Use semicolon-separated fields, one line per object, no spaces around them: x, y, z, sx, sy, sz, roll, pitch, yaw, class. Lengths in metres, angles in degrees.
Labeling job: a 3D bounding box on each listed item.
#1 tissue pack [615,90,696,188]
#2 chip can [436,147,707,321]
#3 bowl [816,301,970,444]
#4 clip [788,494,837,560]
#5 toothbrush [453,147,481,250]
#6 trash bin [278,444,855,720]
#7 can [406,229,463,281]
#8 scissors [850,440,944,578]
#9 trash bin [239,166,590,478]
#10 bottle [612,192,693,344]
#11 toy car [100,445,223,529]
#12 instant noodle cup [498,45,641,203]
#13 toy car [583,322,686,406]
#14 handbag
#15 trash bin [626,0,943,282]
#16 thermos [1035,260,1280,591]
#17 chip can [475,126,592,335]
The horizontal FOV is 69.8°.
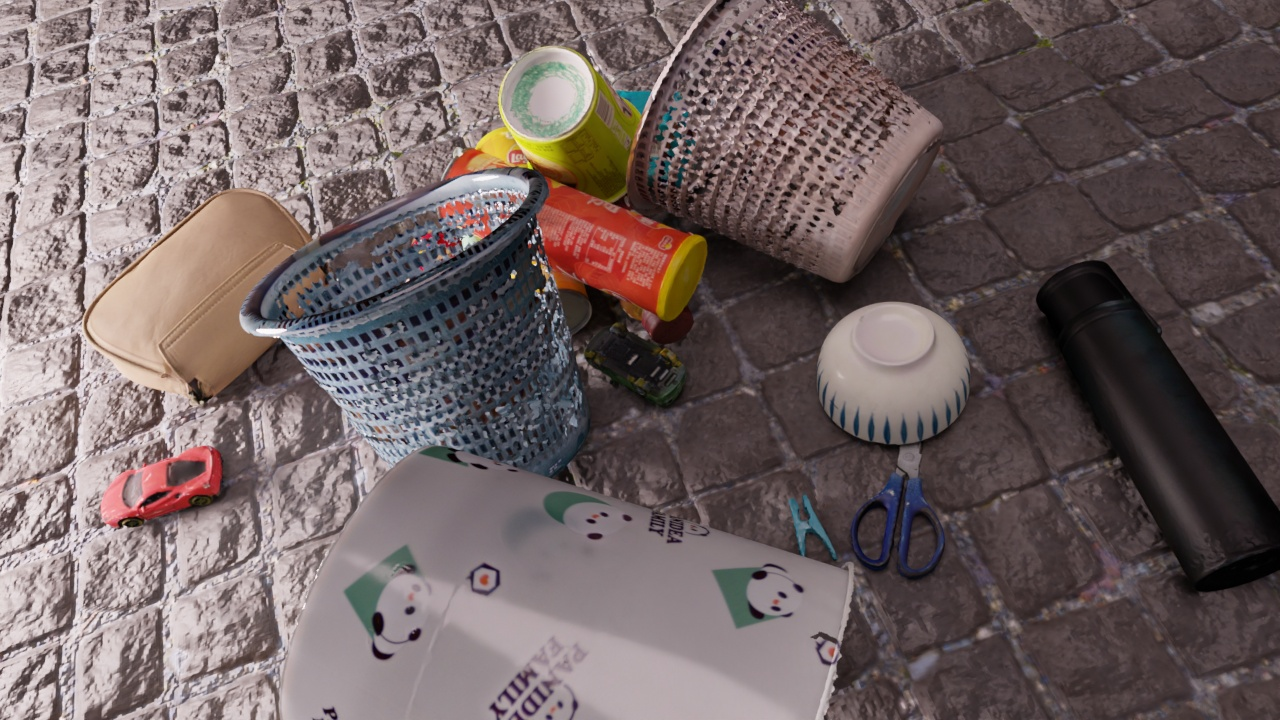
-0.017;-0.210;0.869;0.133;0.093;0.050;6;63;14;tissue pack
-0.058;-0.103;0.740;0.217;0.073;0.073;24;64;15;chip can
0.192;-0.001;0.700;0.116;0.066;0.116;-8;52;10;bowl
0.123;0.124;0.671;0.039;0.014;0.056;-17;55;-1;clip
-0.148;-0.099;0.831;0.026;0.027;0.224;-16;69;6;toothbrush
-0.038;0.175;0.512;0.252;0.230;0.229;20;63;11;trash bin
-0.186;-0.051;0.820;0.053;0.053;0.132;-5;56;7;can
0.210;0.083;0.683;0.108;0.012;0.174;31;67;29;scissors
-0.139;-0.005;0.673;0.227;0.195;0.226;-17;28;9;trash bin
-0.007;-0.089;0.809;0.057;0.057;0.174;-25;56;-6;bottle
-0.406;0.107;0.775;0.106;0.031;0.049;-19;55;1;toy car
-0.060;-0.197;0.760;0.112;0.123;0.111;-2;81;13;instant noodle cup
-0.005;0.004;0.759;0.091;0.036;0.043;31;69;26;toy car
-0.386;-0.055;0.840;0.148;0.100;0.204;34;69;19;handbag
0.129;-0.175;0.761;0.192;0.228;0.227;35;68;15;trash bin
0.373;0.036;0.651;0.090;0.069;0.242;-1;54;-16;thermos
-0.101;-0.119;0.839;0.072;0.072;0.213;-17;57;-1;chip can
